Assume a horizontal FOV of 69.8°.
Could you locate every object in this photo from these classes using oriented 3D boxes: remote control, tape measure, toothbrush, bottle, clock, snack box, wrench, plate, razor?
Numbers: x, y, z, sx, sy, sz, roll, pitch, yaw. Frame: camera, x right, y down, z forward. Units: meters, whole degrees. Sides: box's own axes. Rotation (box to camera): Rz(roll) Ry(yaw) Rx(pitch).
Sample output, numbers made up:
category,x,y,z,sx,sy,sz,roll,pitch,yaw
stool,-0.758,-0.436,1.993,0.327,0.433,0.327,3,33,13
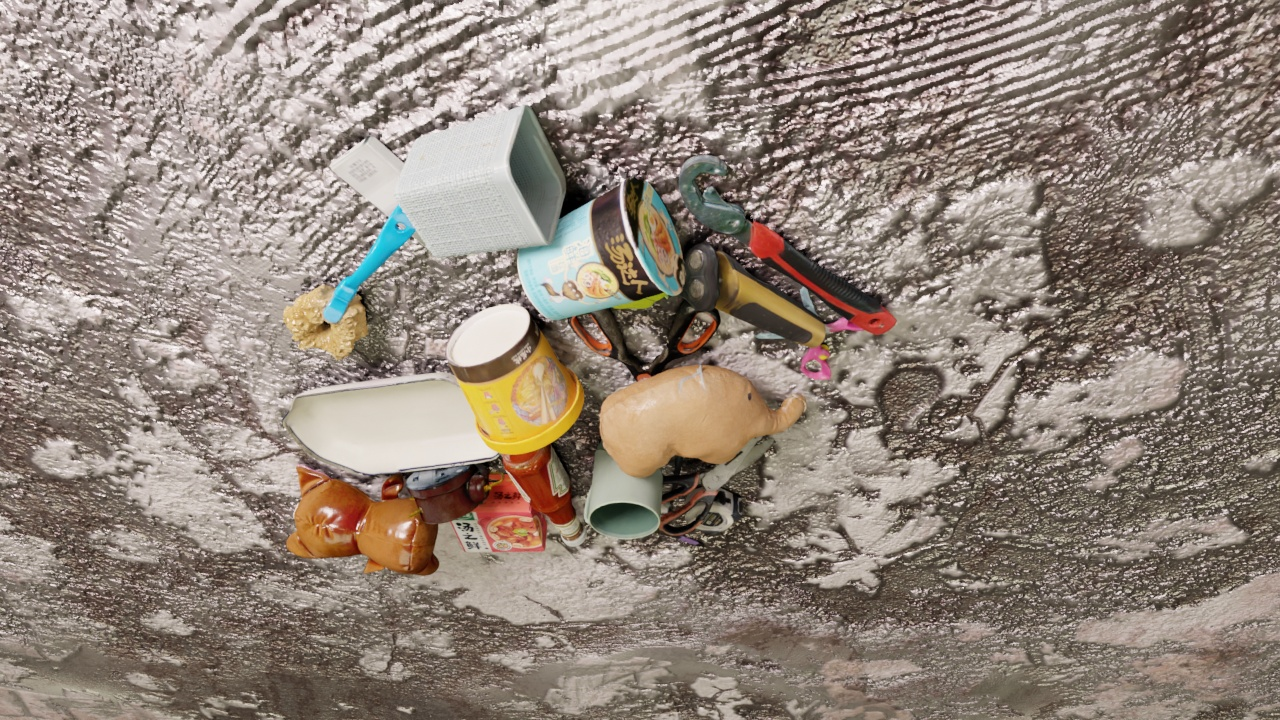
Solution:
category,x,y,z,sx,sy,sz,roll,pitch,yaw
remote control,-0.213,-0.145,0.820,0.049,0.024,0.125,-25,131,29
tape measure,0.090,0.191,1.174,0.066,0.033,0.066,29,131,-24
toothbrush,0.042,0.141,1.136,0.018,0.015,0.181,13,140,3
bottle,-0.112,0.169,1.148,0.060,0.059,0.206,-7,138,13
clock,-0.226,0.155,1.119,0.122,0.082,0.055,-16,106,-7
snack box,-0.189,0.202,1.203,0.113,0.044,0.127,-2,139,7
toothbrush,0.009,0.225,1.235,0.189,0.016,0.014,24,135,-24
wrench,0.137,-0.096,0.844,0.273,0.016,0.056,34,133,-26
plate,-0.279,0.069,1.065,0.266,0.034,0.162,-8,138,14
razor,0.106,-0.053,0.867,0.167,0.067,0.062,24,136,-25

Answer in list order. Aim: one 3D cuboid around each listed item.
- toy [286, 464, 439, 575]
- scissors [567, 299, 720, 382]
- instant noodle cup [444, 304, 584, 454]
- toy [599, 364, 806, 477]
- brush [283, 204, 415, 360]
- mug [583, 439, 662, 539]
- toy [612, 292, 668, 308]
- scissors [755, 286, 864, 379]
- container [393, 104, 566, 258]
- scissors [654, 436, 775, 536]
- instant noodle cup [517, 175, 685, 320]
category,x,y,z,sx,sy,sz,roll,pitch,yaw
toy,-0.355,0.208,1.185,0.199,0.140,0.130,8,-179,-3
scissors,0.009,0.003,0.972,0.228,0.021,0.221,-30,128,33
instant noodle cup,-0.133,0.015,0.935,0.119,0.118,0.114,-12,129,18
toy,0.068,0.060,0.977,0.226,0.082,0.143,-10,141,3
brush,-0.274,-0.074,0.884,0.083,0.045,0.255,31,138,-23
mug,-0.025,0.149,1.079,0.082,0.106,0.112,31,132,-29
toy,-0.021,-0.078,0.875,0.100,0.031,0.097,23,133,-13
scissors,0.184,-0.027,0.930,0.135,0.017,0.133,-8,134,19
container,-0.134,-0.145,0.767,0.112,0.089,0.090,-7,138,19
scissors,0.069,0.142,1.102,0.199,0.015,0.205,5,127,9
instant noodle cup,-0.038,-0.088,0.801,0.121,0.111,0.111,-20,134,23
